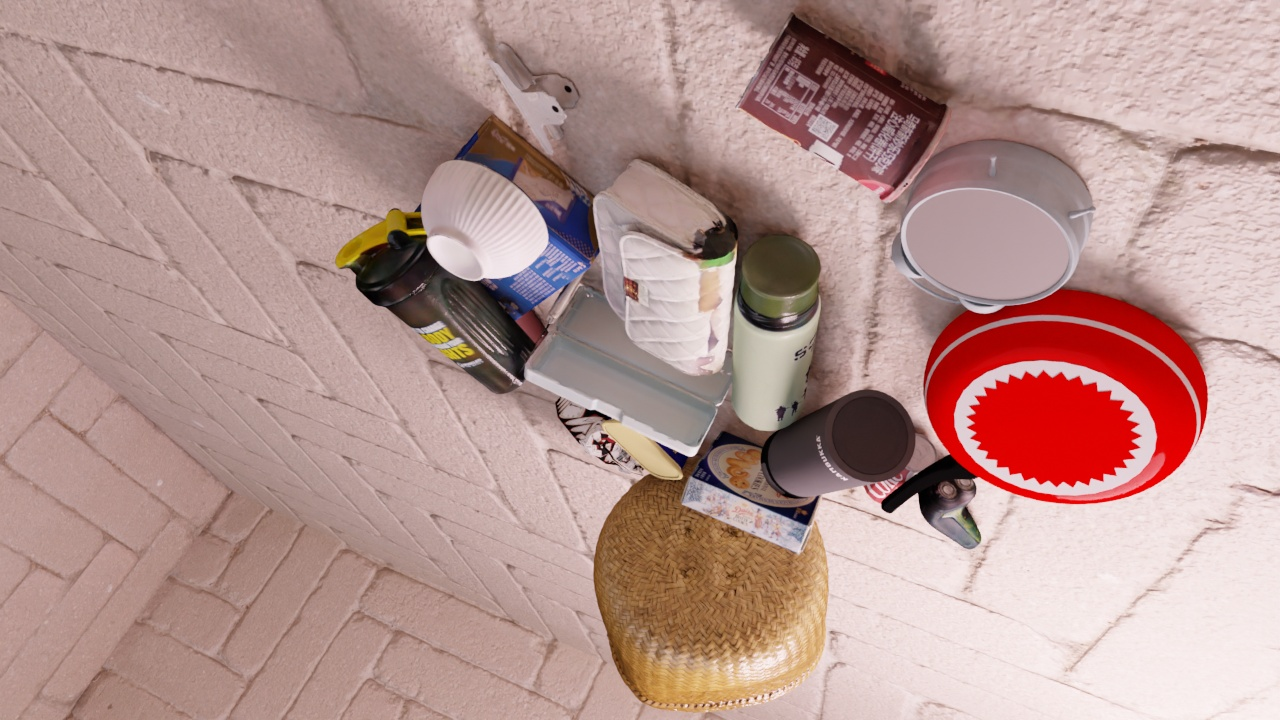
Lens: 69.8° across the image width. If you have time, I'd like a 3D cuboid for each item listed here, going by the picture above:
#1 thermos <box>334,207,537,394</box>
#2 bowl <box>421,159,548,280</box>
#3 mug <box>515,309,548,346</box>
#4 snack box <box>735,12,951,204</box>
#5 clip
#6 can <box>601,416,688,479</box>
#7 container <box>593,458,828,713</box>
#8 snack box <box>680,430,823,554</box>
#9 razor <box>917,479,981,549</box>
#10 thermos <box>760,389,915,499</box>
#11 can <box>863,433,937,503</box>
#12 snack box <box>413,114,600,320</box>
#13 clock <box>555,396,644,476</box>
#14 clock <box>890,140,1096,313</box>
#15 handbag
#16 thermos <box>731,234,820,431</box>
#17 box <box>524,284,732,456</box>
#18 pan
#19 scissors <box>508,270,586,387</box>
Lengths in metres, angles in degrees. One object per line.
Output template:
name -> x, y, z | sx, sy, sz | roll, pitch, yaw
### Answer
thermos -> -0.192, -0.056, 0.921 | 0.098, 0.098, 0.221 | 3, 147, 41
bowl -> -0.147, -0.112, 0.809 | 0.118, 0.062, 0.118 | 23, 152, 13
mug -> -0.166, -0.046, 1.098 | 0.106, 0.073, 0.082 | 43, 170, 47
snack box -> 0.131, -0.164, 0.599 | 0.121, 0.072, 0.072 | 30, 153, -2
clip -> -0.084, -0.210, 0.758 | 0.058, 0.050, 0.102 | 21, 156, 43
can -> 0.021, 0.070, 1.084 | 0.057, 0.092, 0.116 | -4, 139, 47
container -> 0.086, 0.274, 1.164 | 0.307, 0.306, 0.197 | 19, 148, 18
snack box -> 0.137, 0.149, 1.068 | 0.145, 0.144, 0.043 | 21, 113, 13
razor -> 0.346, 0.165, 0.999 | 0.067, 0.053, 0.151 | -19, 137, 28
thermos -> 0.187, 0.090, 0.916 | 0.082, 0.082, 0.241 | 29, 166, 0
can -> 0.273, 0.114, 0.966 | 0.054, 0.053, 0.097 | 26, 153, 6
snack box -> -0.139, -0.130, 0.915 | 0.155, 0.069, 0.203 | 37, 151, -16
clock -> -0.037, 0.082, 1.136 | 0.114, 0.065, 0.154 | 34, -166, -44
clock -> 0.243, -0.087, 0.654 | 0.122, 0.045, 0.160 | 29, 152, 2
handbag -> 0.022, -0.074, 0.821 | 0.139, 0.072, 0.195 | 37, 158, 22
thermos -> 0.122, -0.024, 0.851 | 0.082, 0.082, 0.232 | 20, 152, 17
box -> -0.007, 0.009, 0.956 | 0.197, 0.134, 0.041 | 25, 143, 8
pan -> 0.308, 0.074, 0.798 | 0.209, 0.067, 0.357 | 33, 140, -1
scissors -> -0.087, -0.046, 0.912 | 0.012, 0.170, 0.121 | 32, 126, -6
